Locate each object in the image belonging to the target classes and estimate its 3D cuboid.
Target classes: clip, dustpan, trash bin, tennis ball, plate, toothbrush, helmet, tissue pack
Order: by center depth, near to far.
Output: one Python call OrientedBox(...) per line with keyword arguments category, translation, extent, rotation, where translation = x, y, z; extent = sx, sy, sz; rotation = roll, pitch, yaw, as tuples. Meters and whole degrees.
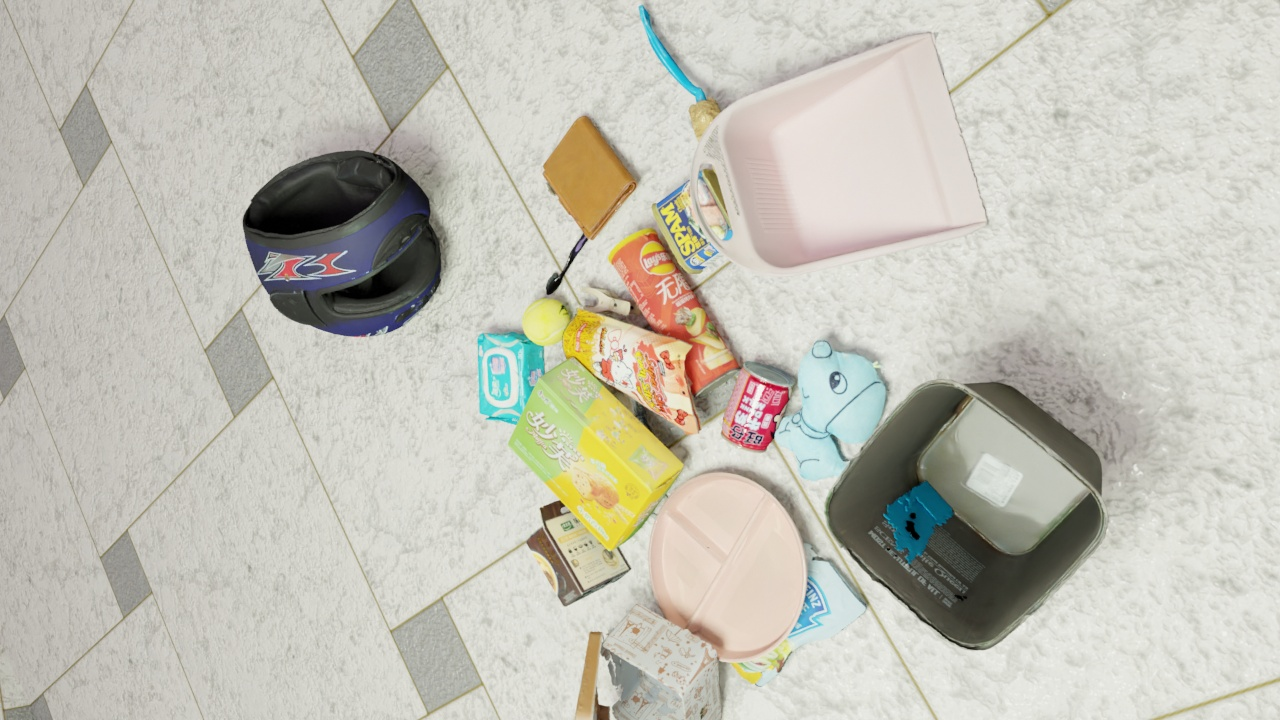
OrientedBox(category="trash bin", translation=(0.327, 0.127, 0.886), extent=(0.199, 0.219, 0.199), rotation=(43, 115, 21))
OrientedBox(category="dustpan", translation=(0.201, -0.203, 0.978), extent=(0.274, 0.138, 0.222), rotation=(-21, 83, 34))
OrientedBox(category="plate", translation=(0.107, 0.253, 1.131), extent=(0.230, 0.028, 0.229), rotation=(-4, 84, 38))
OrientedBox(category="clip", translation=(-0.038, -0.075, 1.208), extent=(0.100, 0.071, 0.034), rotation=(12, 96, 38))
OrientedBox(category="toothbrush", translation=(-0.079, -0.163, 1.241), extent=(0.189, 0.014, 0.016), rotation=(-53, 44, 25))
OrientedBox(category="tennis ball", translation=(-0.128, -0.053, 1.253), extent=(0.066, 0.065, 0.065), rotation=(4, 98, 33))
OrientedBox(category="tissue pack", translation=(-0.185, 0.026, 1.309), extent=(0.093, 0.050, 0.133), rotation=(1, 97, 32))
OrientedBox(category="helmet", translation=(-0.403, -0.151, 1.314), extent=(0.316, 0.246, 0.240), rotation=(13, 145, 38))

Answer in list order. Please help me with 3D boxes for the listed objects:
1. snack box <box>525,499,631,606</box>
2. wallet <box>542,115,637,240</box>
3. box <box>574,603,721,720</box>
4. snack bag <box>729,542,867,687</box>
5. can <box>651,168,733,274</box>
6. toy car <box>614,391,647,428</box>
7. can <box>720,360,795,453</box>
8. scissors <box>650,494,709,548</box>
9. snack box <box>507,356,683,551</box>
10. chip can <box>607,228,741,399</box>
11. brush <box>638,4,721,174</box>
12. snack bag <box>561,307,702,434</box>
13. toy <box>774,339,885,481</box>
OrientedBox(category="snack box", translation=(-0.085, 0.250, 1.233), extent=(0.053, 0.113, 0.125), rotation=(-43, 72, 30))
OrientedBox(category="wallet", translation=(-0.071, -0.240, 1.209), extent=(0.108, 0.031, 0.131), rotation=(-48, 62, 27))
OrientedBox(category="box", translation=(-0.015, 0.432, 1.127), extent=(0.155, 0.186, 0.183), rotation=(20, 135, 30))
OrientedBox(category="snack bag", translation=(0.173, 0.309, 1.118), extent=(0.191, 0.038, 0.110), rotation=(-47, 63, 27))
OrientedBox(category="can", translation=(0.074, -0.170, 1.114), extent=(0.083, 0.057, 0.102), rotation=(-33, 78, 29))
OrientedBox(category="toy car", translation=(-0.014, 0.083, 1.215), extent=(0.043, 0.034, 0.090), rotation=(-11, 88, 37))
OrientedBox(category="can", translation=(0.138, 0.056, 1.092), extent=(0.066, 0.066, 0.094), rotation=(28, 110, 28))
OrientedBox(category="scissors", translation=(0.081, 0.235, 1.183), extent=(0.157, 0.012, 0.165), rotation=(-21, 83, 35))
OrientedBox(category="snack box", translation=(-0.064, 0.123, 1.191), extent=(0.210, 0.069, 0.158), rotation=(44, 136, 14))
OrientedBox(category="chip can", translation=(0.042, -0.059, 1.138), extent=(0.073, 0.073, 0.216), rotation=(-39, 74, 30))
OrientedBox(category="brush", translation=(0.054, -0.330, 1.107), extent=(0.046, 0.083, 0.254), rotation=(-32, 70, 14))
OrientedBox(category="snack bag", translation=(-0.007, 0.007, 1.150), extent=(0.208, 0.073, 0.129), rotation=(26, 135, 43))
OrientedBox(category="toy", translation=(0.221, 0.058, 1.047), extent=(0.157, 0.049, 0.161), rotation=(-32, 94, 24))
